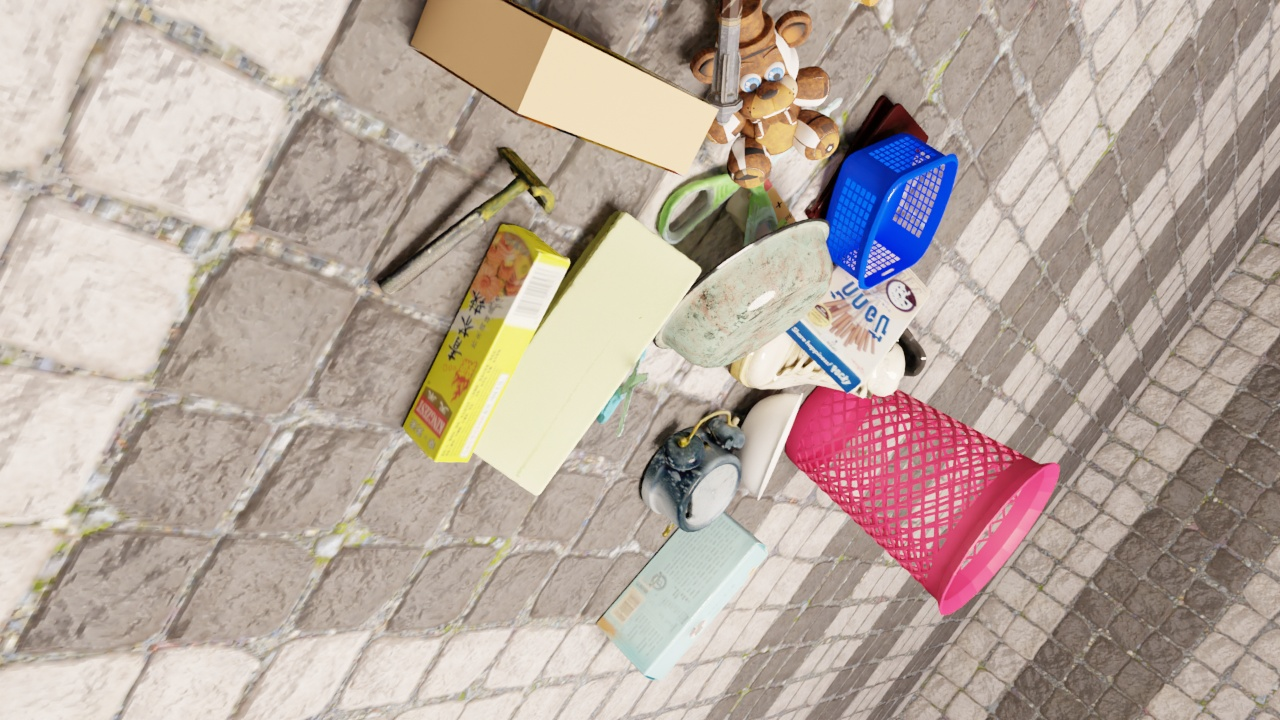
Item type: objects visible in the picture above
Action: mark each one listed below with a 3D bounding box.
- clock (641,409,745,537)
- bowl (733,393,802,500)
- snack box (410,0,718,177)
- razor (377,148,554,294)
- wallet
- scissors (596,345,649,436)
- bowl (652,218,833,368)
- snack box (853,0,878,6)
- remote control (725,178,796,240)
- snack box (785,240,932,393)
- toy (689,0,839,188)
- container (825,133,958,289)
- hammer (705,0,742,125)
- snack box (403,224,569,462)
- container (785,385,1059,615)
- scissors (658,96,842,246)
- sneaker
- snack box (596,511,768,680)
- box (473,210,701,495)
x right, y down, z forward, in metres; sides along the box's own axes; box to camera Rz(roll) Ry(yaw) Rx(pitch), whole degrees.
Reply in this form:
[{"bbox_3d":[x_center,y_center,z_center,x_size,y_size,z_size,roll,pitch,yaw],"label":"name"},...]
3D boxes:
[{"bbox_3d":[0.050,0.097,0.827,0.090,0.052,0.130,-17,130,-41],"label":"clock"},{"bbox_3d":[0.115,0.074,0.876,0.110,0.040,0.110,24,89,-77],"label":"bowl"},{"bbox_3d":[-0.035,-0.141,0.460,0.125,0.088,0.040,5,117,-52],"label":"snack box"},{"bbox_3d":[-0.100,-0.071,0.506,0.106,0.042,0.026,-38,148,-3],"label":"razor"},{"bbox_3d":[0.194,-0.158,0.784,0.091,0.018,0.116,15,112,-55],"label":"wallet"},{"bbox_3d":[-0.003,0.002,0.649,0.015,0.136,0.125,25,79,-14],"label":"scissors"},{"bbox_3d":[0.085,-0.041,0.688,0.157,0.038,0.158,-30,165,-9],"label":"bowl"},{"bbox_3d":[0.152,-0.325,0.512,0.195,0.080,0.145,-45,141,-8],"label":"snack box"},{"bbox_3d":[0.104,-0.104,0.726,0.038,0.018,0.125,-51,145,1],"label":"remote control"},{"bbox_3d":[0.191,-0.046,0.797,0.149,0.082,0.026,-44,-179,-37],"label":"snack box"},{"bbox_3d":[0.076,-0.174,0.580,0.087,0.067,0.113,-21,143,7],"label":"toy"},{"bbox_3d":[0.201,-0.126,0.760,0.096,0.058,0.114,-27,144,-27],"label":"container"},{"bbox_3d":[0.050,-0.259,0.436,0.044,0.098,0.323,-27,140,-26],"label":"hammer"},{"bbox_3d":[-0.095,-0.008,0.559,0.028,0.040,0.148,9,114,-52],"label":"snack box"},{"bbox_3d":[0.277,0.118,0.954,0.182,0.226,0.183,-31,142,-28],"label":"container"},{"bbox_3d":[0.083,-0.132,0.663,0.171,0.023,0.168,-37,128,-8],"label":"scissors"},{"bbox_3d":[0.180,0.000,0.839,0.240,0.102,0.089,-8,127,-46],"label":"sneaker"},{"bbox_3d":[0.043,0.230,0.920,0.174,0.075,0.053,-49,146,-4],"label":"snack box"},{"bbox_3d":[-0.045,-0.008,0.611,0.077,0.089,0.188,36,94,-26],"label":"box"}]
